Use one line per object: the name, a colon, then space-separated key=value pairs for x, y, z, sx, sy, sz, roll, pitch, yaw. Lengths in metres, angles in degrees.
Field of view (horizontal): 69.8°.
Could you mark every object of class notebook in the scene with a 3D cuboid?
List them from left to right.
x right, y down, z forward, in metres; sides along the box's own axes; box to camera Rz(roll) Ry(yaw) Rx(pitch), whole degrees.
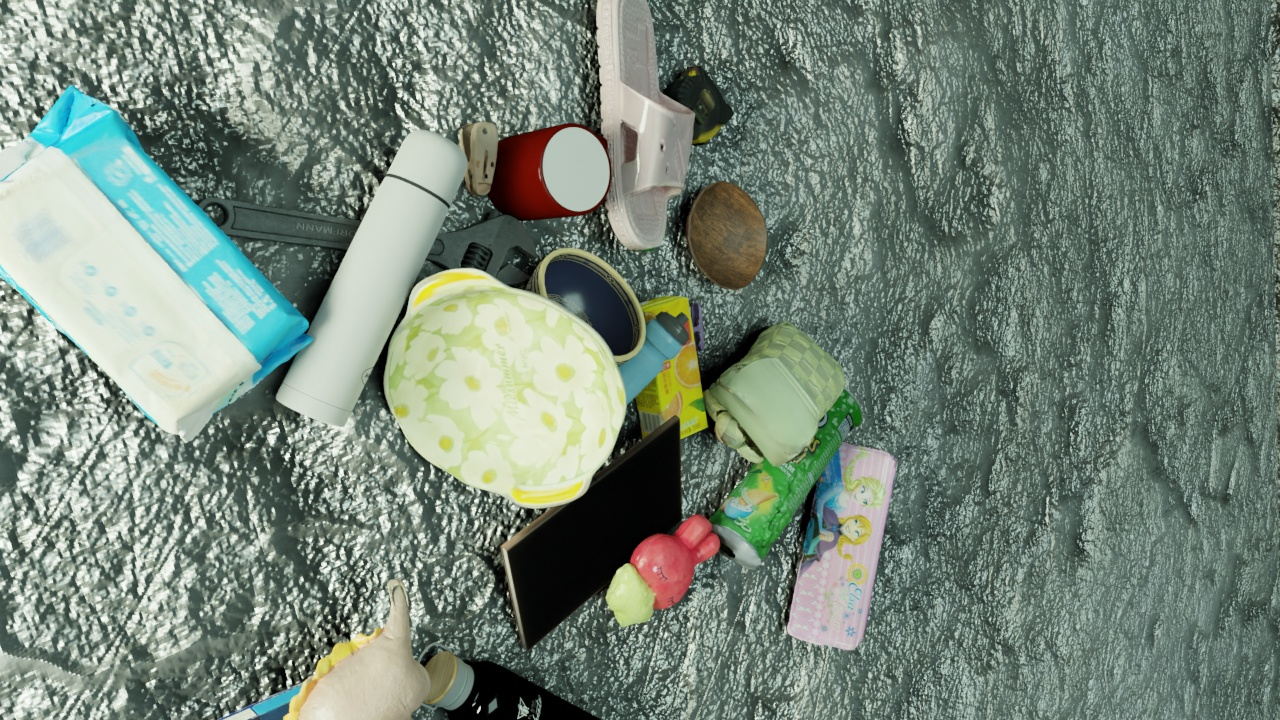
notebook: x=-0.035 y=0.156 z=0.838 sx=0.208 sy=0.008 sz=0.142 roll=-34 pitch=138 yaw=-33

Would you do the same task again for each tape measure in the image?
tape measure: x=0.052 y=-0.245 z=0.892 sx=0.062 sy=0.038 sz=0.067 roll=-53 pitch=124 yaw=-24

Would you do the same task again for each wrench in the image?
wrench: x=-0.197 y=-0.094 z=0.710 sx=0.272 sy=0.018 sz=0.073 roll=4 pitch=92 yaw=-39

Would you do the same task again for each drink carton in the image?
drink carton: x=0.023 y=0.008 z=0.888 sx=0.058 sy=0.043 sz=0.135 roll=-21 pitch=108 yaw=-35

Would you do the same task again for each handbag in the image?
handbag: x=0.133 y=0.038 z=0.945 sx=0.113 sy=0.117 sz=0.185 roll=51 pitch=34 yaw=-1

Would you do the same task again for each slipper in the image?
slipper: x=0.010 y=-0.219 z=0.827 sx=0.094 sy=0.064 sz=0.239 roll=-12 pitch=98 yaw=-61

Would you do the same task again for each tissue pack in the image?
tissue pack: x=-0.319 y=-0.055 z=0.579 sx=0.116 sy=0.066 sz=0.209 roll=-49 pitch=121 yaw=-25

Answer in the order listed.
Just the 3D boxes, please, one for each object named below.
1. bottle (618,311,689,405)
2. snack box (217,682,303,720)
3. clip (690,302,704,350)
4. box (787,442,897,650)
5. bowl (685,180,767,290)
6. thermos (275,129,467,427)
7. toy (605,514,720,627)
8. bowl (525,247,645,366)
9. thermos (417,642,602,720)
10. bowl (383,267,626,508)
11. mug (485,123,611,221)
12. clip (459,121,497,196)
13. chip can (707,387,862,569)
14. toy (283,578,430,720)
bottle: x=-0.005 y=0.005 z=0.830 sx=0.130 sy=0.040 sz=0.040 roll=-45 pitch=125 yaw=6
snack box: x=-0.254 y=0.286 z=0.689 sx=0.149 sy=0.027 sz=0.082 roll=-15 pitch=103 yaw=-39
clip: x=0.055 y=-0.033 z=0.932 sx=0.036 sy=0.013 sz=0.053 roll=-3 pitch=98 yaw=-39
box: x=0.241 y=0.217 z=1.084 sx=0.096 sy=0.085 sz=0.230 roll=30 pitch=72 yaw=-71
bowl: x=0.082 y=-0.126 z=0.936 sx=0.114 sy=0.026 sz=0.101 roll=38 pitch=70 yaw=-35
thermos: x=-0.193 y=-0.063 z=0.674 sx=0.052 sy=0.052 sz=0.224 roll=29 pitch=83 yaw=-38
toy: x=0.023 y=0.205 z=0.896 sx=0.135 sy=0.045 sz=0.092 roll=-34 pitch=134 yaw=-23
bowl: x=-0.058 y=-0.034 z=0.796 sx=0.112 sy=0.061 sz=0.112 roll=27 pitch=43 yaw=-29
thermos: x=-0.107 y=0.307 z=0.792 sx=0.231 sy=0.061 sz=0.061 roll=43 pitch=67 yaw=-34
bowl: x=-0.101 y=0.015 z=0.725 sx=0.060 sy=0.189 sz=0.219 roll=-75 pitch=148 yaw=-59
mug: x=-0.066 y=-0.163 z=0.770 sx=0.105 sy=0.083 sz=0.073 roll=-39 pitch=117 yaw=-31
clip: x=-0.127 y=-0.165 z=0.746 sx=0.024 sy=0.043 sz=0.061 roll=-8 pitch=94 yaw=-38
chip can: x=0.155 y=0.121 z=0.990 sx=0.222 sy=0.076 sz=0.075 roll=-48 pitch=122 yaw=-26
toy: x=-0.266 y=0.275 z=0.627 sx=0.263 sy=0.065 sz=0.196 roll=-9 pitch=91 yaw=-33
